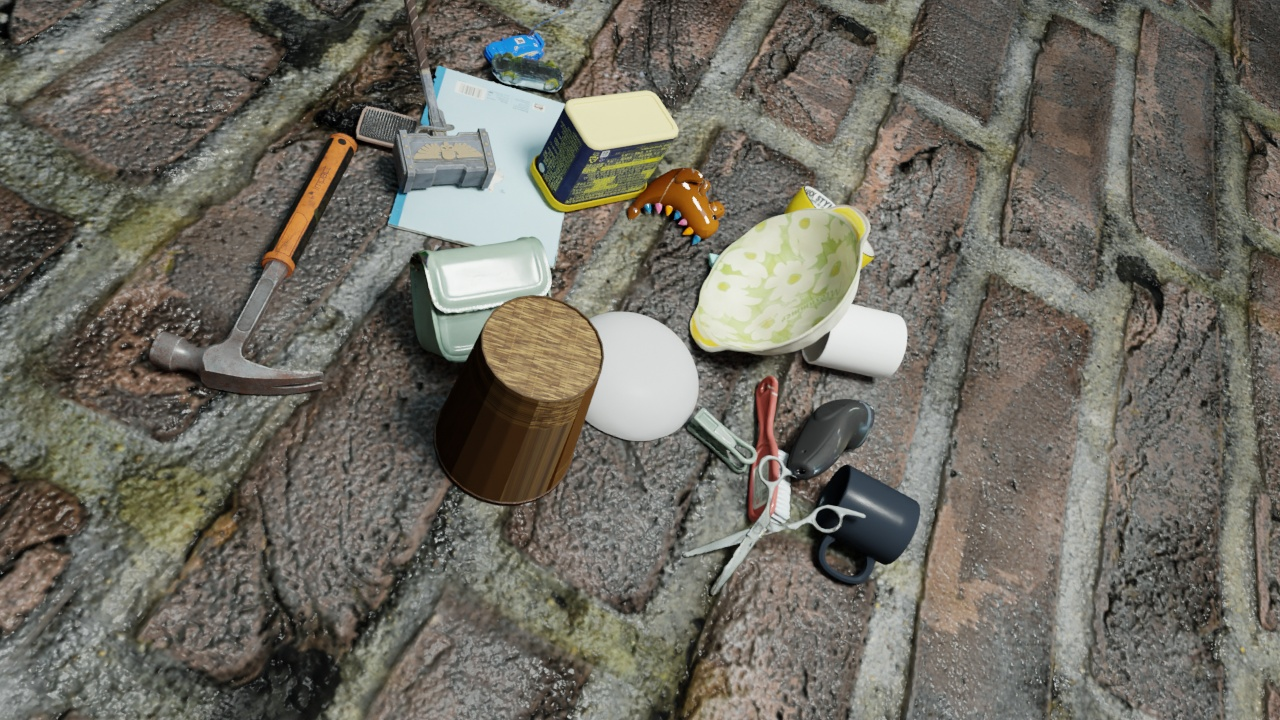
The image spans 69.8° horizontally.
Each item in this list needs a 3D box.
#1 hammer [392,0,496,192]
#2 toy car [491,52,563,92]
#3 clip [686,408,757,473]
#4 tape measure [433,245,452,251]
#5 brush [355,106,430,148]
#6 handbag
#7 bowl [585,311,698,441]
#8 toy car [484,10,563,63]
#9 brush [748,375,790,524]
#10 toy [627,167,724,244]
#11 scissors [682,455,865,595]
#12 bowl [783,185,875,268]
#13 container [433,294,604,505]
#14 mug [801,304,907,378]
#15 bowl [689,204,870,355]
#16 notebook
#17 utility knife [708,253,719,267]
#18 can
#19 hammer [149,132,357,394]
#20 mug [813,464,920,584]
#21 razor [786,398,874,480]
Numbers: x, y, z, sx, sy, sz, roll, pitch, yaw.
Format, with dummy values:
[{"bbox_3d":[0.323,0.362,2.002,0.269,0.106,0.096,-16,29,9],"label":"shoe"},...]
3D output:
[{"bbox_3d":[-0.241,-0.337,1.005,0.098,0.044,0.321,-8,74,-24],"label":"hammer"},{"bbox_3d":[-0.138,-0.346,1.112,0.089,0.027,0.038,5,59,-21],"label":"toy car"},{"bbox_3d":[0.082,0.081,0.921,0.076,0.042,0.023,41,56,7],"label":"clip"},{"bbox_3d":[-0.182,-0.085,0.918,0.058,0.038,0.058,19,17,-19],"label":"tape measure"},{"bbox_3d":[-0.240,-0.248,1.005,0.135,0.015,0.049,12,57,-12],"label":"brush"},{"bbox_3d":[-0.149,-0.058,0.865,0.121,0.067,0.106,-13,109,-29],"label":"handbag"},{"bbox_3d":[-0.006,0.005,0.926,0.149,0.043,0.149,10,56,-15],"label":"bowl"},{"bbox_3d":[-0.141,-0.397,1.122,0.091,0.062,0.033,-22,68,-30],"label":"toy car"},{"bbox_3d":[0.134,0.091,0.932,0.030,0.041,0.172,27,49,-24],"label":"brush"},{"bbox_3d":[0.042,-0.172,1.066,0.103,0.071,0.090,-33,87,-10],"label":"toy"},{"bbox_3d":[0.125,0.161,0.855,0.158,0.014,0.141,15,75,9],"label":"scissors"},{"bbox_3d":[0.210,-0.141,1.075,0.117,0.068,0.117,35,27,-21],"label":"bowl"},{"bbox_3d":[-0.102,0.032,0.795,0.132,0.168,0.132,10,56,-15],"label":"container"},{"bbox_3d":[0.234,-0.034,1.033,0.090,0.074,0.110,11,30,-14],"label":"mug"},{"bbox_3d":[0.158,-0.073,0.986,0.060,0.219,0.188,45,11,-40],"label":"bowl"},{"bbox_3d":[-0.166,-0.223,1.034,0.181,0.009,0.252,14,55,-11],"label":"notebook"},{"bbox_3d":[0.155,-0.100,1.076,0.165,0.015,0.022,10,55,-19],"label":"utility knife"},{"bbox_3d":[-0.039,-0.235,1.020,0.135,0.105,0.075,-19,71,-36],"label":"can"},{"bbox_3d":[-0.327,-0.102,0.881,0.137,0.035,0.313,18,54,-9],"label":"hammer"},{"bbox_3d":[0.213,0.166,0.898,0.077,0.071,0.105,28,80,-2],"label":"mug"},{"bbox_3d":[0.193,0.084,0.936,0.140,0.053,0.064,-39,115,-44],"label":"razor"}]
